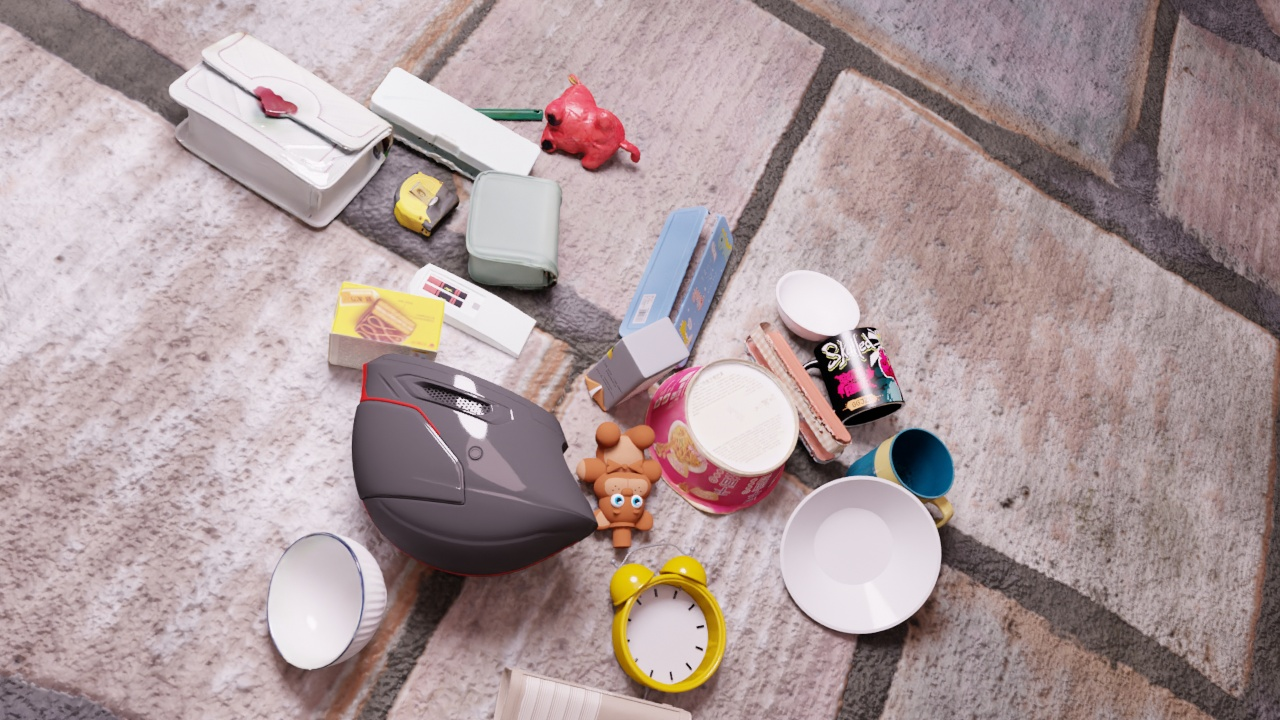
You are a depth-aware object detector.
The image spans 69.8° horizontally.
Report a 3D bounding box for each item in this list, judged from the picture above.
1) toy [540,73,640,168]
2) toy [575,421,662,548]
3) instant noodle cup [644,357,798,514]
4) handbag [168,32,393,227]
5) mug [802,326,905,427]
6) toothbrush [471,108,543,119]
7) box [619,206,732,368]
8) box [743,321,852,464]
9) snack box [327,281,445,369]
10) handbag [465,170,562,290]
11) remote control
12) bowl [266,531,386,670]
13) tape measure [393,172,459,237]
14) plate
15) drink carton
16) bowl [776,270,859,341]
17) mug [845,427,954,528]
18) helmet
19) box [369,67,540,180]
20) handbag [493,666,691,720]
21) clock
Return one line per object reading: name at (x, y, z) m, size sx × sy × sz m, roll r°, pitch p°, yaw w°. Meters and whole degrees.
toy at (-0.052, -0.299, 1.152) m, size 0.133 × 0.088 × 0.093 m, roll 24°, pitch 50°, yaw -10°
toy at (-0.020, 0.133, 0.974) m, size 0.095 × 0.065 × 0.127 m, roll 4°, pitch 71°, yaw -16°
instant noodle cup at (0.101, 0.073, 1.034) m, size 0.178 × 0.078 × 0.178 m, roll 8°, pitch 64°, yaw -17°
handbag at (-0.387, -0.259, 1.001) m, size 0.198 × 0.096 × 0.141 m, roll 31°, pitch 59°, yaw -2°
mug at (0.248, 0.026, 1.115) m, size 0.118 × 0.082 × 0.098 m, roll -17°, pitch 71°, yaw 3°
toothbrush at (-0.212, -0.308, 1.131) m, size 0.189 × 0.017 × 0.016 m, roll -5°, pitch 70°, yaw -21°
box at (0.044, -0.092, 1.119) m, size 0.074 × 0.078 × 0.208 m, roll 4°, pitch 56°, yaw 31°
box at (0.184, 0.038, 1.094) m, size 0.058 × 0.063 × 0.188 m, roll -6°, pitch 56°, yaw -39°
snack box at (-0.263, -0.029, 0.947) m, size 0.105 × 0.084 × 0.061 m, roll 11°, pitch 64°, yaw -16°
handbag at (-0.144, -0.146, 1.052) m, size 0.106 × 0.067 × 0.121 m, roll 5°, pitch 64°, yaw -8°
remote control at (-0.189, -0.059, 1.021) m, size 0.143 × 0.024 × 0.049 m, roll 27°, pitch 60°, yaw -6°
bowl at (-0.273, 0.216, 0.831) m, size 0.062 × 0.118 × 0.118 m, roll 24°, pitch 49°, yaw -59°
tape measure at (-0.249, -0.181, 1.048) m, size 0.064 × 0.037 × 0.065 m, roll 35°, pitch 60°, yaw -2°
plate at (0.240, 0.211, 1.018) m, size 0.174 × 0.036 × 0.174 m, roll 0°, pitch 94°, yaw 2°
drink carton at (-0.006, 0.006, 0.999) m, size 0.076 × 0.125 × 0.048 m, roll -27°, pitch 83°, yaw -28°
bowl at (0.215, -0.060, 1.152) m, size 0.110 × 0.041 × 0.109 m, roll 10°, pitch 48°, yaw -11°
mug at (0.305, 0.146, 1.057) m, size 0.083 × 0.107 × 0.113 m, roll -33°, pitch 80°, yaw -31°
helmet at (-0.166, 0.114, 0.870) m, size 0.264 × 0.164 × 0.169 m, roll 19°, pitch 72°, yaw -1°
box at (-0.218, -0.270, 1.086) m, size 0.199 × 0.066 × 0.083 m, roll 26°, pitch 82°, yaw -10°
handbag at (-0.063, 0.403, 0.842) m, size 0.175 × 0.062 × 0.197 m, roll 18°, pitch 72°, yaw -11°
clock at (0.025, 0.264, 0.937) m, size 0.113 × 0.052 × 0.151 m, roll -4°, pitch 73°, yaw -21°
